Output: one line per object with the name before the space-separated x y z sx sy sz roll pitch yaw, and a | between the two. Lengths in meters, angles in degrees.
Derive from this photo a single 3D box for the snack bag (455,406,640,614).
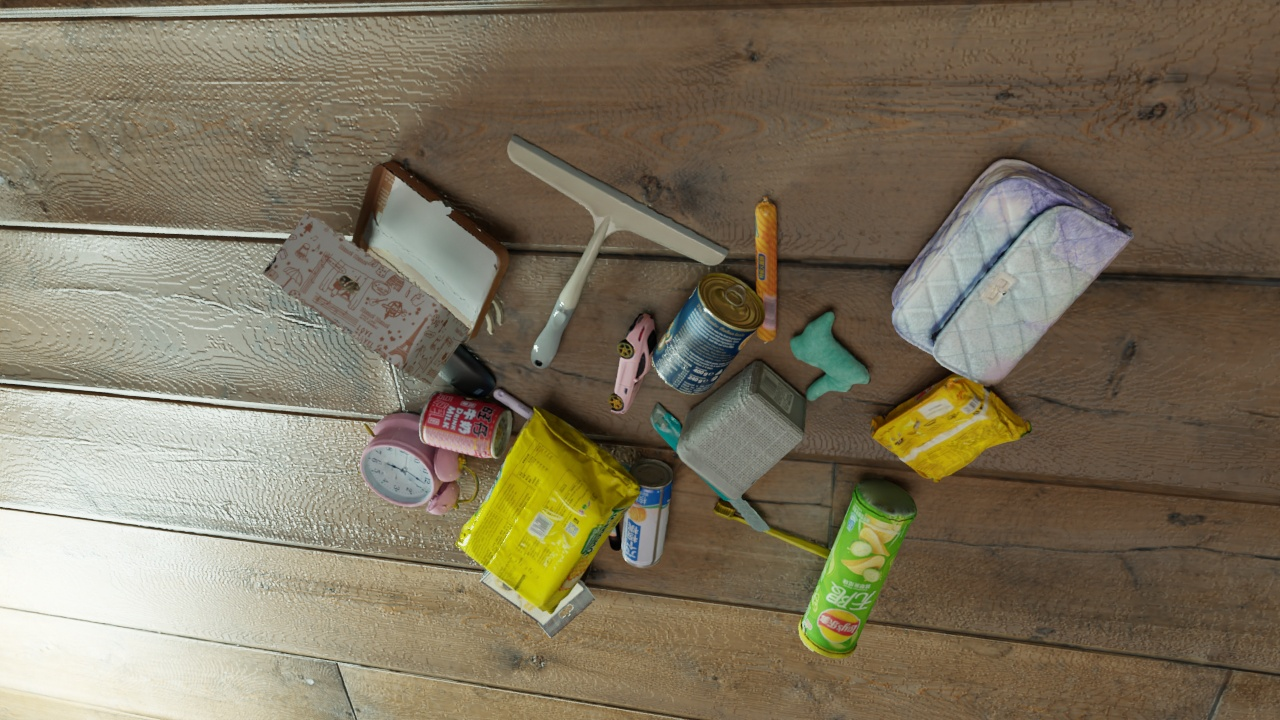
snack bag | -0.115 0.185 1.091 0.158 0.068 0.247 36 120 7

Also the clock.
clock | -0.276 0.135 1.155 0.158 0.059 0.117 20 126 1

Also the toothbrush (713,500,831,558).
toothbrush | 0.178 0.210 1.102 0.190 0.015 0.017 22 118 1

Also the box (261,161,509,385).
box | -0.244 -0.097 0.953 0.182 0.153 0.178 34 86 7

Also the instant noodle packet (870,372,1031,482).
instant noodle packet | 0.317 0.067 0.949 0.110 0.044 0.129 35 133 -16

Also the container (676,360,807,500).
container | 0.113 0.072 0.989 0.090 0.090 0.115 39 120 -11

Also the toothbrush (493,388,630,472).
toothbrush | -0.096 0.089 1.099 0.189 0.029 0.021 33 162 -5

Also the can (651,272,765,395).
can | 0.067 -0.025 0.940 0.075 0.075 0.111 30 132 -5

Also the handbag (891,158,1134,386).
handbag | 0.329 -0.075 0.841 0.134 0.075 0.194 27 126 -4

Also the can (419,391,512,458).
can | -0.207 0.078 1.093 0.094 0.066 0.067 13 124 10

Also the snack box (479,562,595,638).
snack box | -0.132 0.290 1.217 0.125 0.053 0.113 37 123 -9

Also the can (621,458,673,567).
can | 0.007 0.187 1.112 0.053 0.053 0.135 11 124 8

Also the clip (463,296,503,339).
clip | -0.200 -0.070 1.019 0.084 0.034 0.104 -27 107 28

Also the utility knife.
utility knife | 0.081 0.130 1.073 0.029 0.013 0.207 -38 103 24

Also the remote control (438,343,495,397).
remote control | -0.229 -0.004 1.074 0.136 0.024 0.053 44 124 -14

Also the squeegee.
squeegee | -0.073 -0.073 0.978 0.246 0.039 0.247 28 125 -3

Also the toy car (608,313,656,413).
toy car | -0.006 0.006 1.000 0.037 0.056 0.123 20 126 11

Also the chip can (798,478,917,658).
chip can | 0.247 0.238 1.051 0.072 0.072 0.222 17 117 5

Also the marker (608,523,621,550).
marker | -0.037 0.193 1.153 0.018 0.015 0.124 3 125 15

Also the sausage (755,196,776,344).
sausage | 0.127 -0.087 0.922 0.021 0.021 0.165 4 122 13

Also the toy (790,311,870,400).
toy | 0.194 0.003 0.957 0.092 0.030 0.097 40 129 -9
